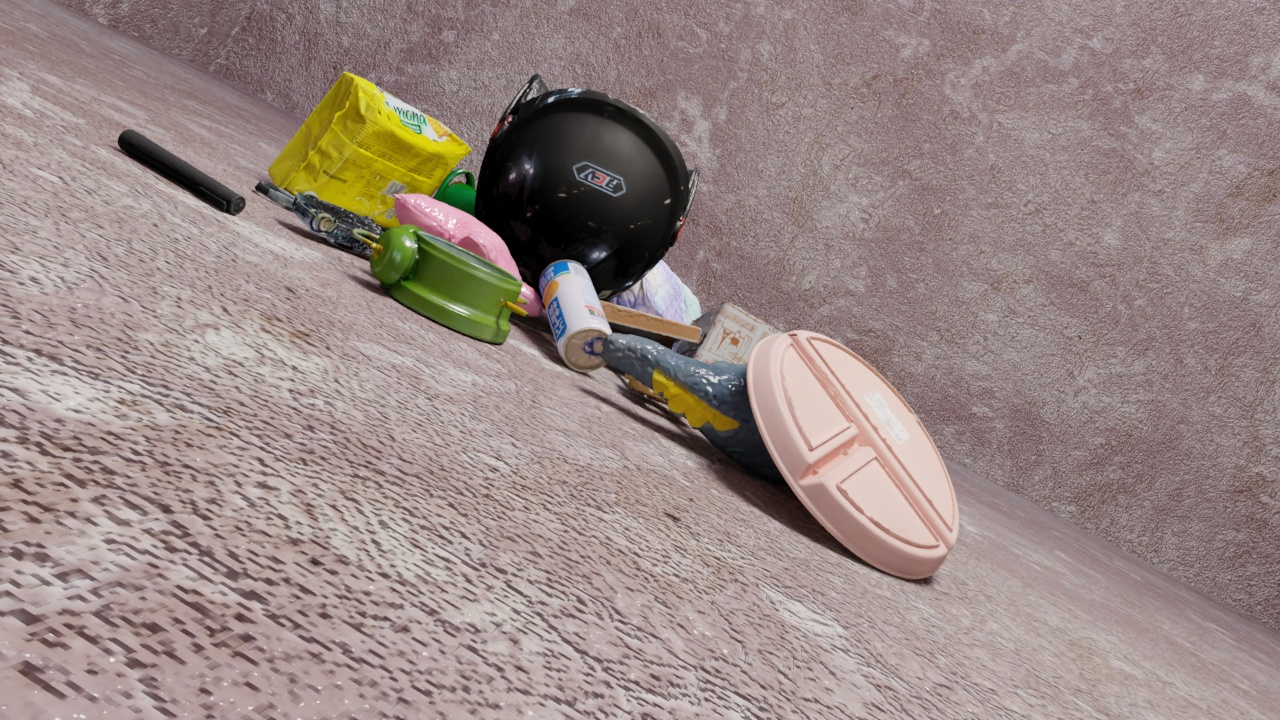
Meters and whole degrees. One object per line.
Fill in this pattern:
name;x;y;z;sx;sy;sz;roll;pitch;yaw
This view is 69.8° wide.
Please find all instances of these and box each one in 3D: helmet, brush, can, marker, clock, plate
helmet;-0.068;-0.178;1.021;0.233;0.229;0.275;27;-16;-10
brush;-0.006;0.005;0.947;0.083;0.046;0.255;23;2;-24
can;-0.063;-0.045;0.896;0.053;0.053;0.134;24;24;-29
marker;-0.383;-0.156;0.762;0.132;0.020;0.022;30;36;16
clock;-0.173;-0.072;0.785;0.161;0.056;0.116;26;5;-11
plate;0.178;0.066;0.741;0.229;0.028;0.229;30;36;-25

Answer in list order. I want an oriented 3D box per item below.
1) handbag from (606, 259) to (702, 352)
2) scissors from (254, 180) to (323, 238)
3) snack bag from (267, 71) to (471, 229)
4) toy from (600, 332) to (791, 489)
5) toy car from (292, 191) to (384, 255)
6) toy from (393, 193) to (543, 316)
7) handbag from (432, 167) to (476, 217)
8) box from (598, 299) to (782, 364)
handbag;0.016;-0.077;1.219;0.194;0.076;0.134;44;34;-52
scissors;-0.314;-0.137;0.947;0.177;0.014;0.159;32;10;12
snack bag;-0.317;-0.236;1.110;0.068;0.158;0.246;47;12;17
toy;0.129;0.059;0.822;0.356;0.091;0.138;21;11;-34
toy car;-0.279;-0.124;0.858;0.105;0.031;0.049;22;18;-49
toy;-0.197;-0.119;0.952;0.195;0.074;0.178;28;-14;45
handbag;-0.209;-0.171;1.173;0.131;0.120;0.067;33;14;29
box;0.053;-0.022;1.050;0.262;0.088;0.178;27;-8;-6
